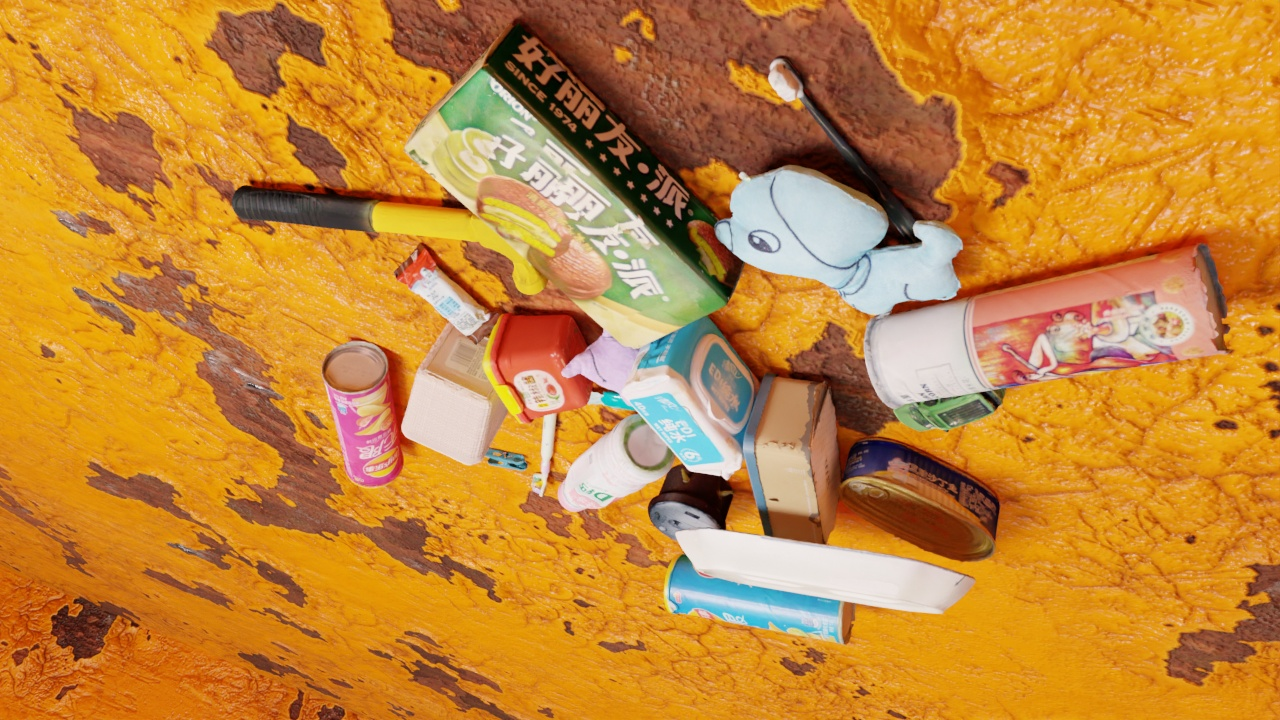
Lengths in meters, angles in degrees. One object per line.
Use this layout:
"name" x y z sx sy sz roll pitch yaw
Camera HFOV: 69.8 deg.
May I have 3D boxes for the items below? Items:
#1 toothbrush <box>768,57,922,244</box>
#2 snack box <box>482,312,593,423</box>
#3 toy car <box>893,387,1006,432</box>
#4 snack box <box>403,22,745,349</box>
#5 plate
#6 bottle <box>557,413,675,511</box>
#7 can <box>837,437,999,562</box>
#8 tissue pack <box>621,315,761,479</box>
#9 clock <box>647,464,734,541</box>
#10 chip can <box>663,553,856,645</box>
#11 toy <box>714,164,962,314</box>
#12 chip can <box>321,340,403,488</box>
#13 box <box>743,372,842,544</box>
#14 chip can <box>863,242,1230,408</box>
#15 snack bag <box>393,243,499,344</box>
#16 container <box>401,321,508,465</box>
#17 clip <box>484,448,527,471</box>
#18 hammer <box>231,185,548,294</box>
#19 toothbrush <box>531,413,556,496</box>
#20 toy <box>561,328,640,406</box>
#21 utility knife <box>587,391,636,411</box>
"toothbrush" 0.141 -0.125 0.595 0.181 0.018 0.016 41 137 -25
"snack box" -0.089 0.003 0.841 0.080 0.081 0.091 -8 135 17
"toy car" 0.240 0.033 0.723 0.043 0.036 0.091 37 146 -19
"snack box" -0.043 -0.116 0.670 0.240 0.063 0.115 42 140 -22
"plate" 0.159 0.191 0.826 0.266 0.034 0.162 4 163 22
"bottle" -0.035 0.116 0.961 0.068 0.068 0.197 33 147 -12
"can" 0.250 0.124 0.820 0.148 0.049 0.075 26 144 -3
"tissue pack" 0.050 0.026 0.774 0.063 0.089 0.140 -11 131 40
"clock" 0.051 0.159 0.972 0.082 0.055 0.122 23 145 0
"chip can" 0.136 0.272 1.054 0.211 0.071 0.071 3 139 26
"toy" 0.129 -0.083 0.623 0.162 0.049 0.156 -9 135 44
"chip can" -0.314 0.067 1.051 0.071 0.071 0.211 20 144 5
"box" 0.137 0.090 0.807 0.061 0.089 0.184 5 139 24
"chip can" 0.263 -0.019 0.613 0.215 0.071 0.071 -14 130 40
"snack bag" -0.178 -0.059 0.849 0.104 0.026 0.048 40 121 -23
"container" -0.176 0.030 0.913 0.090 0.090 0.111 26 141 -2
"clip" -0.158 0.116 1.072 0.056 0.014 0.042 6 141 22
"hammer" -0.225 -0.125 0.789 0.301 0.032 0.129 8 141 21
"toothbrush" -0.105 0.095 1.012 0.020 0.029 0.190 -14 148 -20
"toy" -0.005 0.005 0.811 0.108 0.039 0.084 34 103 -27
"utility knife" 0.002 0.039 0.884 0.216 0.013 0.029 5 141 21
